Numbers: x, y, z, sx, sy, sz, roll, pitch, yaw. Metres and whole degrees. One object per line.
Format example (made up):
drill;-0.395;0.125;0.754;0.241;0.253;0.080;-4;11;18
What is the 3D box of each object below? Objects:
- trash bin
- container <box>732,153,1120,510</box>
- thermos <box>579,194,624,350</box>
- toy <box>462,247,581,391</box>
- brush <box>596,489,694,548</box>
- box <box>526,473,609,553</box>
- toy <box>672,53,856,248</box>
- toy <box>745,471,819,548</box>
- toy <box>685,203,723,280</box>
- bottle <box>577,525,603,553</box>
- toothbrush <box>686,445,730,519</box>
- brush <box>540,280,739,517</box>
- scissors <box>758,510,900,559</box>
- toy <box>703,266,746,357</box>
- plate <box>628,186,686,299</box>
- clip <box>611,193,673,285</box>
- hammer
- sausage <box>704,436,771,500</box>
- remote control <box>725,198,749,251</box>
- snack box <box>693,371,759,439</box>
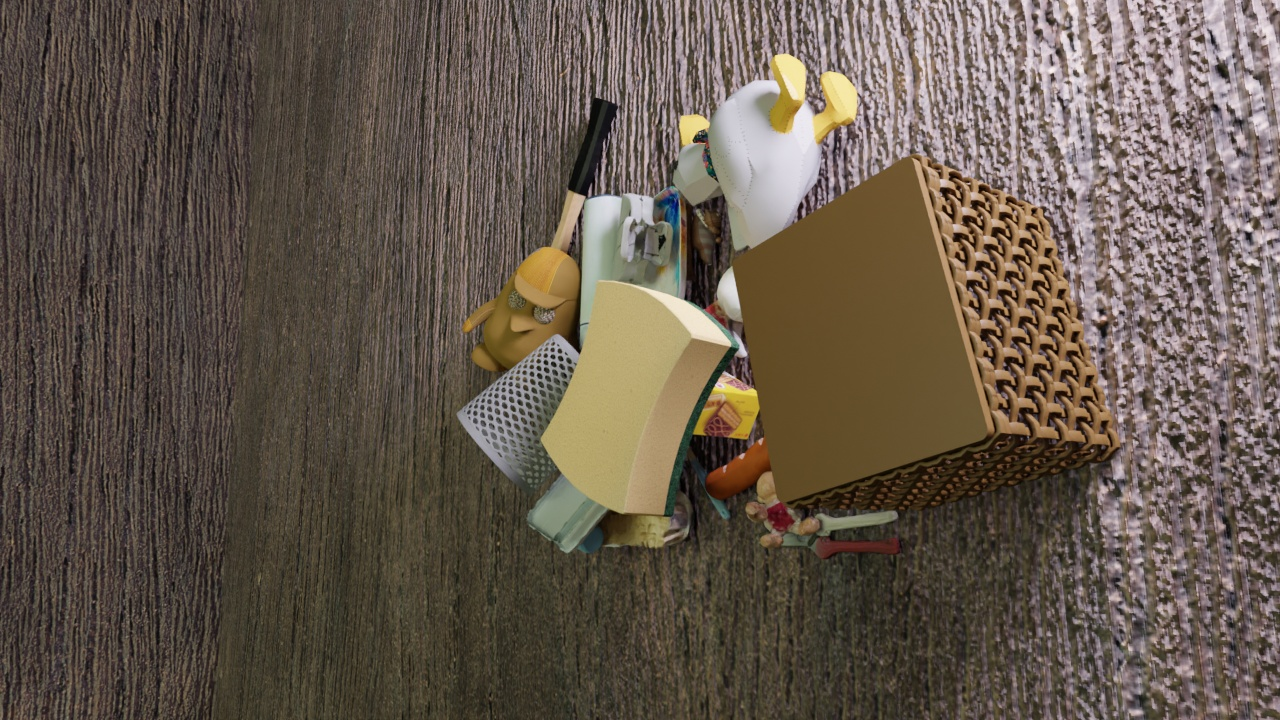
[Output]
trash bin;-0.140;0.072;1.308;0.183;0.156;0.156;-42;45;-5
container;0.253;-0.008;0.848;0.220;0.213;0.251;-28;63;44
thermos;-0.054;-0.125;1.353;0.068;0.067;0.230;-7;78;49
toy;-0.157;-0.070;1.386;0.204;0.198;0.162;-65;-1;23
brush;-0.031;0.219;1.273;0.272;0.056;0.083;-11;78;49
box;-0.058;0.163;1.243;0.209;0.061;0.193;-49;15;-16
toy;0.131;-0.244;1.098;0.268;0.140;0.246;-37;53;50
toy;0.163;0.158;1.043;0.085;0.074;0.105;-24;20;10
toy;0.082;-0.157;1.213;0.055;0.041;0.102;1;95;12
bottle;-0.103;0.233;1.282;0.130;0.040;0.040;12;93;51
toothbrush;0.077;0.143;1.189;0.022;0.016;0.155;-33;54;4
brush;-0.008;0.042;1.092;0.195;0.075;0.250;33;107;48
scissors;0.208;0.202;1.024;0.188;0.015;0.146;-54;48;32
toy;0.124;-0.067;1.121;0.195;0.084;0.159;-58;26;30
plate;0.023;-0.133;1.264;0.187;0.016;0.187;160;113;-66
clip;-0.006;-0.164;1.251;0.144;0.074;0.125;-149;63;-72
hammer;-0.105;-0.252;1.460;0.131;0.039;0.328;33;108;47
sausage;0.137;0.122;1.103;0.165;0.039;0.044;-44;47;37
remote control;0.129;-0.215;1.193;0.045;0.008;0.146;-26;64;45
snack box;0.081;0.050;1.129;0.083;0.105;0.061;35;110;47
